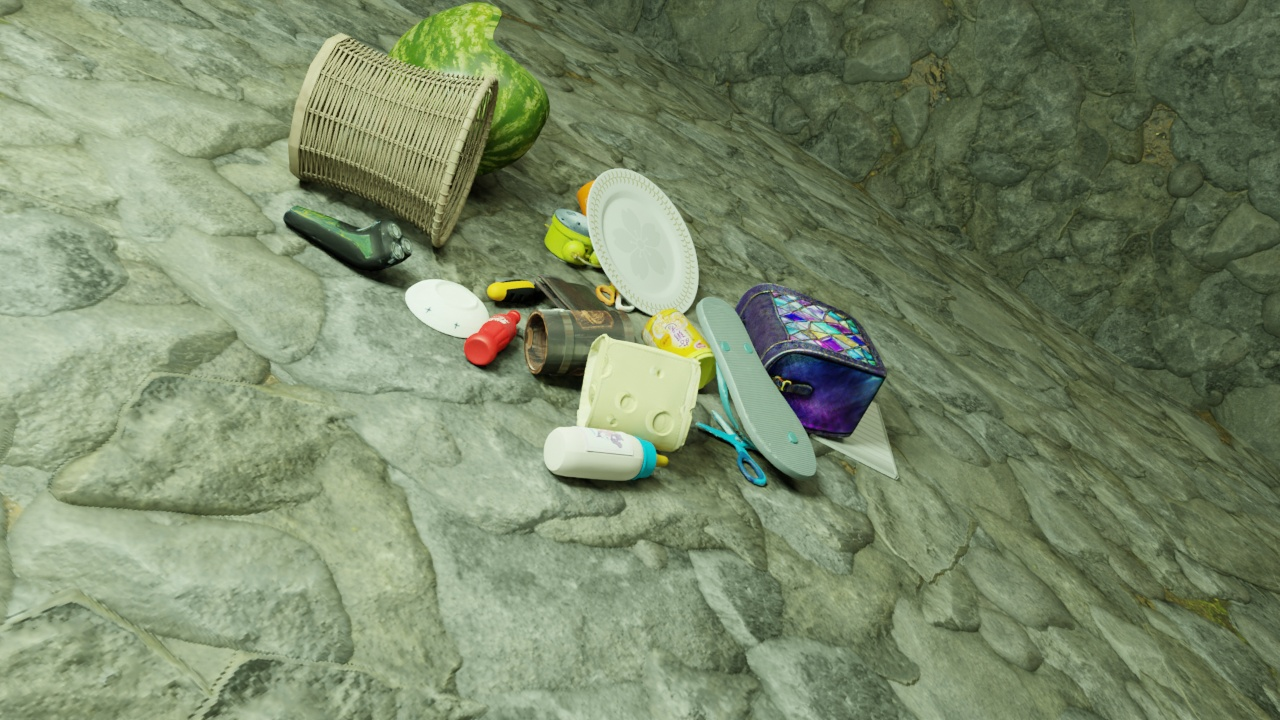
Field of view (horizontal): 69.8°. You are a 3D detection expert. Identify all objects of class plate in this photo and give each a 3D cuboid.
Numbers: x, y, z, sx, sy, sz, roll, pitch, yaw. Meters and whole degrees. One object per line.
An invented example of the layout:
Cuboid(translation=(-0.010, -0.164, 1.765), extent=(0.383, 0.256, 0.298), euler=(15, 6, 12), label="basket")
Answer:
Cuboid(translation=(0.003, -0.176, 1.390), extent=(0.242, 0.016, 0.242), euler=(24, 55, -40), label="plate")
Cuboid(translation=(-0.221, -0.067, 1.072), extent=(0.104, 0.026, 0.104), euler=(24, 27, -13), label="plate")

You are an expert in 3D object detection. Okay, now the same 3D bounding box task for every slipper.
Cuboid(translation=(0.129, 0.040, 1.158), extent=(0.098, 0.055, 0.268), euler=(-1, 59, -48), label="slipper")

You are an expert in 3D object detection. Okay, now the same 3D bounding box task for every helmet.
Cuboid(translation=(-0.269, -0.384, 1.357), extent=(0.243, 0.213, 0.247), euler=(-19, 53, -8), label="helmet")

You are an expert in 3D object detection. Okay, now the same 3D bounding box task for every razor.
Cuboid(translation=(-0.336, -0.147, 1.052), extent=(0.151, 0.067, 0.053), euler=(24, 22, 4), label="razor")

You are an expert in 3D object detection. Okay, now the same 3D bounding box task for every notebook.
Cuboid(translation=(0.309, 0.088, 1.375), extent=(0.142, 0.009, 0.209), euler=(27, 26, -7), label="notebook")

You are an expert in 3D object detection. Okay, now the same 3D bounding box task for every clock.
Cuboid(translation=(-0.093, -0.177, 1.368), extent=(0.083, 0.057, 0.119), euler=(4, 36, -45), label="clock")

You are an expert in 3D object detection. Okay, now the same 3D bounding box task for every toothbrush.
Cuboid(translation=(-0.134, -0.092, 1.208), extent=(0.031, 0.031, 0.196), euler=(55, 28, 15), label="toothbrush")

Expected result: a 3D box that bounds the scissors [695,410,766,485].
Cuboid(translation=(0.128, 0.111, 1.142), extent=(0.134, 0.011, 0.137), euler=(26, 27, -16), label="scissors")

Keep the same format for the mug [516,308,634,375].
Cuboid(translation=(-0.081, -0.023, 1.085), extent=(0.107, 0.080, 0.116), euler=(1, 9, -28), label="mug")

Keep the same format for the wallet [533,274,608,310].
Cuboid(translation=(-0.076, -0.066, 1.194), extent=(0.099, 0.031, 0.119), euler=(46, 15, 28), label="wallet")

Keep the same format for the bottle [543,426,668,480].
Cuboid(translation=(-0.028, 0.099, 0.951), extent=(0.146, 0.051, 0.051), euler=(10, 33, -36), label="bottle")

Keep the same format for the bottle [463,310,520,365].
Cuboid(translation=(-0.165, -0.031, 1.055), extent=(0.036, 0.036, 0.118), euler=(31, 26, 0), label="bottle")

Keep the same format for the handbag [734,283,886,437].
Cuboid(translation=(0.214, -0.006, 1.307), extent=(0.222, 0.126, 0.204), euler=(17, 28, -13), label="handbag")

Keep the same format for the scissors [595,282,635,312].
Cuboid(translation=(-0.034, -0.108, 1.358), extent=(0.064, 0.013, 0.127), euler=(26, 27, -11), label="scissors")

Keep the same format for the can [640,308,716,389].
Cuboid(translation=(0.053, -0.015, 1.222), extent=(0.067, 0.068, 0.105), euler=(6, 35, -41), label="can")

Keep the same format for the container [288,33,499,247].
Cuboid(translation=(-0.309, -0.284, 1.157), extent=(0.196, 0.227, 0.226), euler=(20, 27, -7), label="container")

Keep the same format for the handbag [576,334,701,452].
Cuboid(translation=(0.000, 0.038, 1.009), extent=(0.119, 0.111, 0.081), euler=(14, -12, -18), label="handbag")

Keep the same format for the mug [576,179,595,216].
Cuboid(translation=(-0.049, -0.223, 1.456), extent=(0.113, 0.077, 0.096), euler=(89, -17, -77), label="mug")

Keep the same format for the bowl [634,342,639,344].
Cuboid(translation=(-0.007, 0.007, 1.161), extent=(0.118, 0.030, 0.117), euler=(24, 27, -13), label="bowl")
